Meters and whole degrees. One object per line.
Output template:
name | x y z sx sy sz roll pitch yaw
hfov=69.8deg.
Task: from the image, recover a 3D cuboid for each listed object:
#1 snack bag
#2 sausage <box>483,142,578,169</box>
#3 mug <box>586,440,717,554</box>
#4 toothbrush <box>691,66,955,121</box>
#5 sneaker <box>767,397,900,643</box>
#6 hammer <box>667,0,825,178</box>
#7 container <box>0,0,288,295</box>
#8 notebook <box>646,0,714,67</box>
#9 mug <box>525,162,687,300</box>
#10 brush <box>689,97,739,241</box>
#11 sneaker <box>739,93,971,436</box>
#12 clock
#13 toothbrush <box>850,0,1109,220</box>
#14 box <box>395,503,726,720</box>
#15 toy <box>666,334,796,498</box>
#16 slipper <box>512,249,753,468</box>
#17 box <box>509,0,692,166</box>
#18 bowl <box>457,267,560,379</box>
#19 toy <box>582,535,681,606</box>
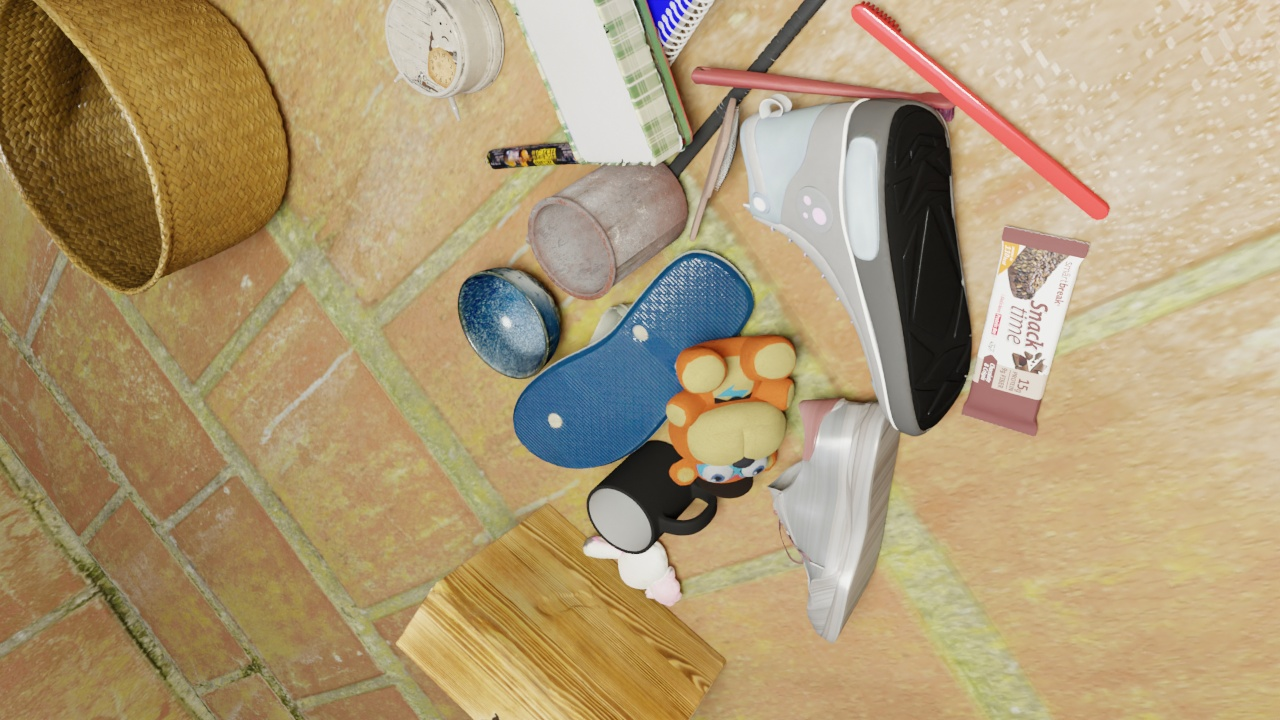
snack bag | 0.273 -0.017 0.658 0.057 0.013 0.158 19 126 26
sausage | -0.085 -0.184 0.823 0.155 0.020 0.020 6 119 35
mug | 0.018 0.137 0.895 0.114 0.087 0.078 14 124 31
toothbrush | 0.125 -0.189 0.648 0.190 0.016 0.016 14 137 22
sneaker | 0.155 0.131 0.785 0.089 0.099 0.236 18 119 27
hammer | 0.113 -0.231 0.647 0.095 0.015 0.326 48 135 2
container | -0.539 -0.249 1.009 0.307 0.196 0.307 19 125 29
notebook | -0.012 -0.304 0.642 0.171 0.022 0.210 52 157 -1
mug | -0.037 -0.114 0.766 0.123 0.110 0.096 10 123 40
brush | 0.059 -0.139 0.720 0.015 0.049 0.136 14 147 -2
sneaker | 0.151 -0.068 0.680 0.160 0.092 0.257 19 134 45
clock | -0.173 -0.296 0.792 0.103 0.061 0.157 34 134 16
toothbrush | 0.222 -0.165 0.599 0.212 0.017 0.012 40 138 1
box | -0.120 0.386 1.041 0.279 0.285 0.337 38 117 12
toy | 0.075 0.048 0.788 0.176 0.112 0.096 91 165 -51
slipper | -0.005 0.005 0.856 0.118 0.060 0.296 45 121 -2
box | -0.038 -0.245 0.685 0.118 0.050 0.205 14 136 52
bowl | -0.118 -0.044 0.907 0.114 0.060 0.114 20 127 29
toy | -0.003 0.217 0.997 0.122 0.037 0.079 45 122 7
